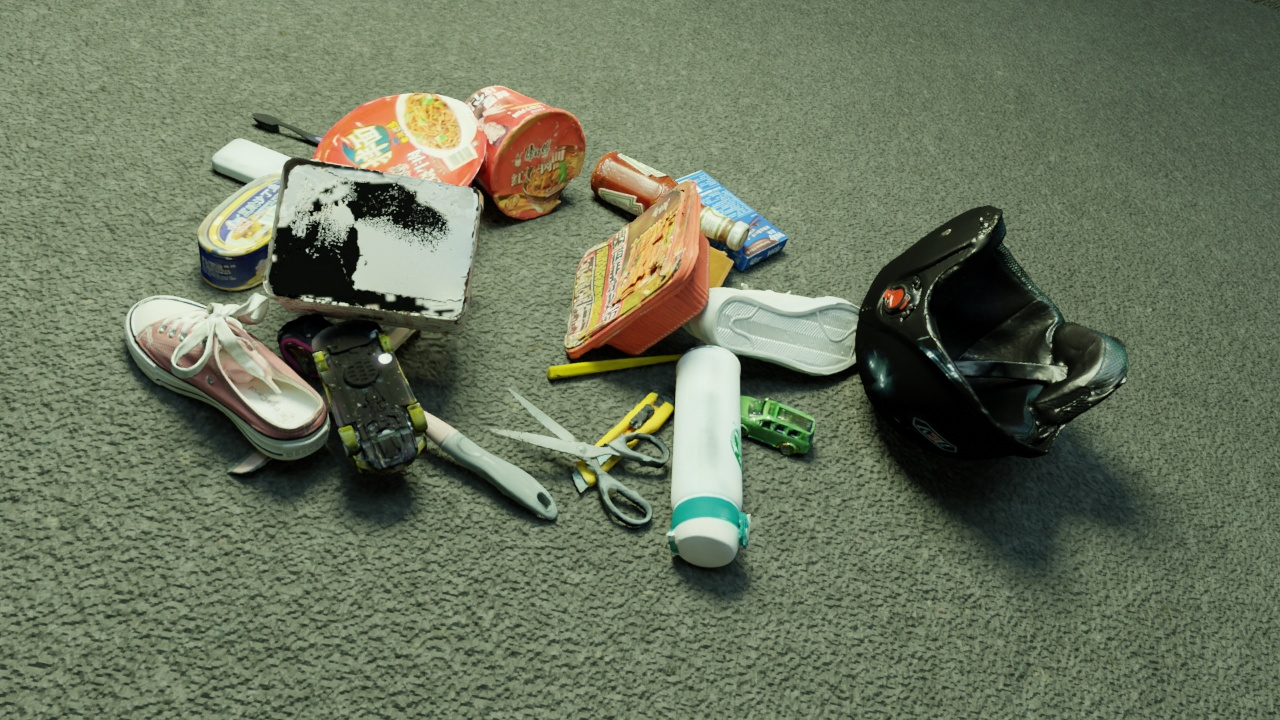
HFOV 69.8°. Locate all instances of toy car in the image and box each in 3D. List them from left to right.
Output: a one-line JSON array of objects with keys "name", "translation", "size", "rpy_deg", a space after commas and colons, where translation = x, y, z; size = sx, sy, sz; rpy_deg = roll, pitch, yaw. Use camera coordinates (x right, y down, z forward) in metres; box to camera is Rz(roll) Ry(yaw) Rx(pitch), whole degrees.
[{"name": "toy car", "translation": [-0.232, 0.028, 0.786], "size": [0.070, 0.042, 0.158], "rpy_deg": [-17, 58, -20]}, {"name": "toy car", "translation": [0.134, 0.063, 0.937], "size": [0.091, 0.036, 0.043], "rpy_deg": [18, 45, 4]}]

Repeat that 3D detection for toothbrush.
[{"name": "toothbrush", "translation": [-0.370, -0.256, 1.091], "size": [0.189, 0.017, 0.014], "rpy_deg": [20, 55, -4]}, {"name": "toothbrush", "translation": [-0.006, 0.006, 0.957], "size": [0.189, 0.016, 0.016], "rpy_deg": [-6, 56, -24]}]

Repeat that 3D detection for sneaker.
[{"name": "sneaker", "translation": [-0.356, -0.008, 0.784], "size": [0.241, 0.088, 0.118], "rpy_deg": [31, 43, 25]}, {"name": "sneaker", "translation": [0.146, -0.036, 1.012], "size": [0.241, 0.089, 0.091], "rpy_deg": [6, 7, -34]}]

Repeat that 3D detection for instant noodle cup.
[{"name": "instant noodle cup", "translation": [-0.257, -0.206, 1.011], "size": [0.194, 0.066, 0.193], "rpy_deg": [-3, 57, 5]}, {"name": "instant noodle cup", "translation": [-0.151, -0.253, 1.080], "size": [0.137, 0.138, 0.108], "rpy_deg": [-25, 51, -37]}, {"name": "instant noodle cup", "translation": [0.008, -0.086, 0.959], "size": [0.079, 0.189, 0.164], "rpy_deg": [36, 39, -27]}]

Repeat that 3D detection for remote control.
[{"name": "remote control", "translation": [-0.404, -0.207, 1.022], "size": [0.136, 0.020, 0.055], "rpy_deg": [22, 43, 3]}]

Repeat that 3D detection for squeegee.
[{"name": "squeegee", "translation": [-0.179, 0.070, 0.818], "size": [0.249, 0.040, 0.246], "rpy_deg": [29, 44, 8]}]

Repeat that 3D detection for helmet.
[{"name": "helmet", "translation": [0.334, -0.011, 0.944], "size": [0.233, 0.231, 0.273], "rpy_deg": [41, 49, -13]}]

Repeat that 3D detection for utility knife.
[{"name": "utility knife", "translation": [-0.014, 0.074, 0.886], "size": [0.033, 0.015, 0.164], "rpy_deg": [33, 46, 16]}]

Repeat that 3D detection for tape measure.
[{"name": "tape measure", "translation": [-0.301, -0.012, 0.839], "size": [0.057, 0.058, 0.039], "rpy_deg": [-9, 39, 34]}]

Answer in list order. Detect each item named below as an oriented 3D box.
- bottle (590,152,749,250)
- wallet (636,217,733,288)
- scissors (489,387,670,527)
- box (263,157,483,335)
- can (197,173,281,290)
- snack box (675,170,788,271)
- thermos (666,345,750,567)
[{"name": "bottle", "translation": [0.036, -0.191, 1.122], "size": [0.206, 0.060, 0.059], "rpy_deg": [28, 44, 16]}, {"name": "wallet", "translation": [0.040, -0.120, 1.082], "size": [0.130, 0.035, 0.118], "rpy_deg": [27, 44, 5]}, {"name": "scissors", "translation": [-0.047, 0.085, 0.839], "size": [0.159, 0.014, 0.175], "rpy_deg": [-15, 68, -36]}, {"name": "box", "translation": [-0.250, -0.105, 0.886], "size": [0.182, 0.181, 0.153], "rpy_deg": [8, 79, -9]}, {"name": "can", "translation": [-0.388, -0.133, 0.934], "size": [0.074, 0.049, 0.147], "rpy_deg": [23, 44, 4]}, {"name": "snack box", "translation": [0.103, -0.180, 1.169], "size": [0.084, 0.026, 0.157], "rpy_deg": [-29, 61, -37]}, {"name": "thermos", "translation": [0.065, 0.087, 0.863], "size": [0.073, 0.073, 0.223], "rpy_deg": [12, 45, -8]}]
